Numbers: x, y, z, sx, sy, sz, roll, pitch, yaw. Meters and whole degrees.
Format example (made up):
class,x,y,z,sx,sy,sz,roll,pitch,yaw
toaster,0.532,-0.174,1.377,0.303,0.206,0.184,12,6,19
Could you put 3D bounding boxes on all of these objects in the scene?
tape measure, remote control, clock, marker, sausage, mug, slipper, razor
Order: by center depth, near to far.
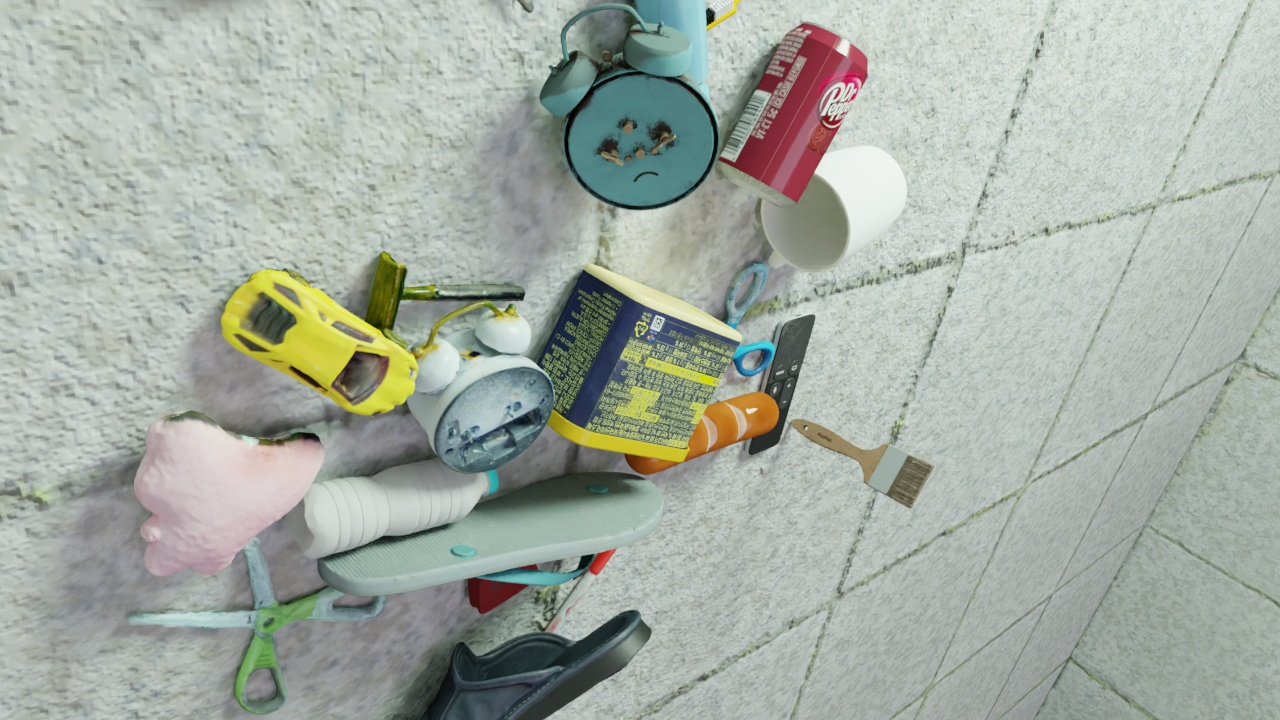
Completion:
class,x,y,z,sx,sy,sz,roll,pitch,yaw
clock,-0.006,-0.144,0.522,0.090,0.053,0.124,-16,131,11
razor,-0.111,-0.040,0.544,0.105,0.026,0.042,-5,120,-49
clock,-0.100,0.014,0.561,0.083,0.057,0.118,-26,140,-26
slipper,-0.086,0.132,0.635,0.268,0.098,0.055,-7,108,-42
tape measure,-0.106,0.160,0.706,0.058,0.019,0.051,-27,133,-40
mug,0.145,-0.112,0.716,0.087,0.081,0.114,-30,168,-36
slipper,-0.122,0.258,0.728,0.265,0.083,0.109,-34,178,-4
sausage,0.051,0.060,0.769,0.163,0.045,0.039,-15,88,-39
marker,-0.048,0.194,0.797,0.142,0.013,0.012,-55,142,3
remote control,0.128,0.023,0.848,0.045,0.008,0.147,-16,129,-38

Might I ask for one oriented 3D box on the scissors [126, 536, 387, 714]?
class,x,y,z,sx,sy,sz,roll,pitch,yaw
scissors,-0.232,0.160,0.585,0.165,0.024,0.172,-15,131,-31

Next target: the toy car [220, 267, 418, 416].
class,x,y,z,sx,sy,sz,roll,pitch,yaw
toy car,-0.166,-0.007,0.484,0.107,0.030,0.049,34,94,-29

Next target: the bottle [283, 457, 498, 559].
class,x,y,z,sx,sy,sz,roll,pitch,yaw
bottle,-0.152,0.089,0.582,0.136,0.044,0.044,-9,124,-42

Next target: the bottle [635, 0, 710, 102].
class,x,y,z,sx,sy,sz,roll,pitch,yaw
bottle,0.020,-0.186,0.549,0.040,0.040,0.130,-32,138,-24

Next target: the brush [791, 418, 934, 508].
class,x,y,z,sx,sy,sz,roll,pitch,yaw
brush,0.201,0.088,0.863,0.008,0.143,0.045,34,84,-53

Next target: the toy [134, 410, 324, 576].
class,x,y,z,sx,sy,sz,roll,pitch,yaw
toy,-0.224,0.073,0.490,0.102,0.050,0.093,20,100,-54

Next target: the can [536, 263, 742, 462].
class,x,y,z,sx,sy,sz,roll,pitch,yaw
can,-0.004,0.004,0.646,0.135,0.075,0.104,17,103,-50

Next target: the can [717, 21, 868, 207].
class,x,y,z,sx,sy,sz,roll,pitch,yaw
can,0.105,-0.167,0.631,0.063,0.063,0.114,15,107,-50

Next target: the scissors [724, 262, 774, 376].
class,x,y,z,sx,sy,sz,roll,pitch,yaw
scissors,0.077,-0.014,0.764,0.140,0.011,0.134,28,95,-52

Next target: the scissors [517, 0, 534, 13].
class,x,y,z,sx,sy,sz,roll,pitch,yaw
scissors,-0.107,-0.236,0.399,0.229,0.016,0.225,-42,141,-14

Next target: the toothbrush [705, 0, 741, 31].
class,x,y,z,sx,sy,sz,roll,pitch,yaw
toothbrush,0.112,-0.271,0.589,0.196,0.031,0.031,-41,165,-9
